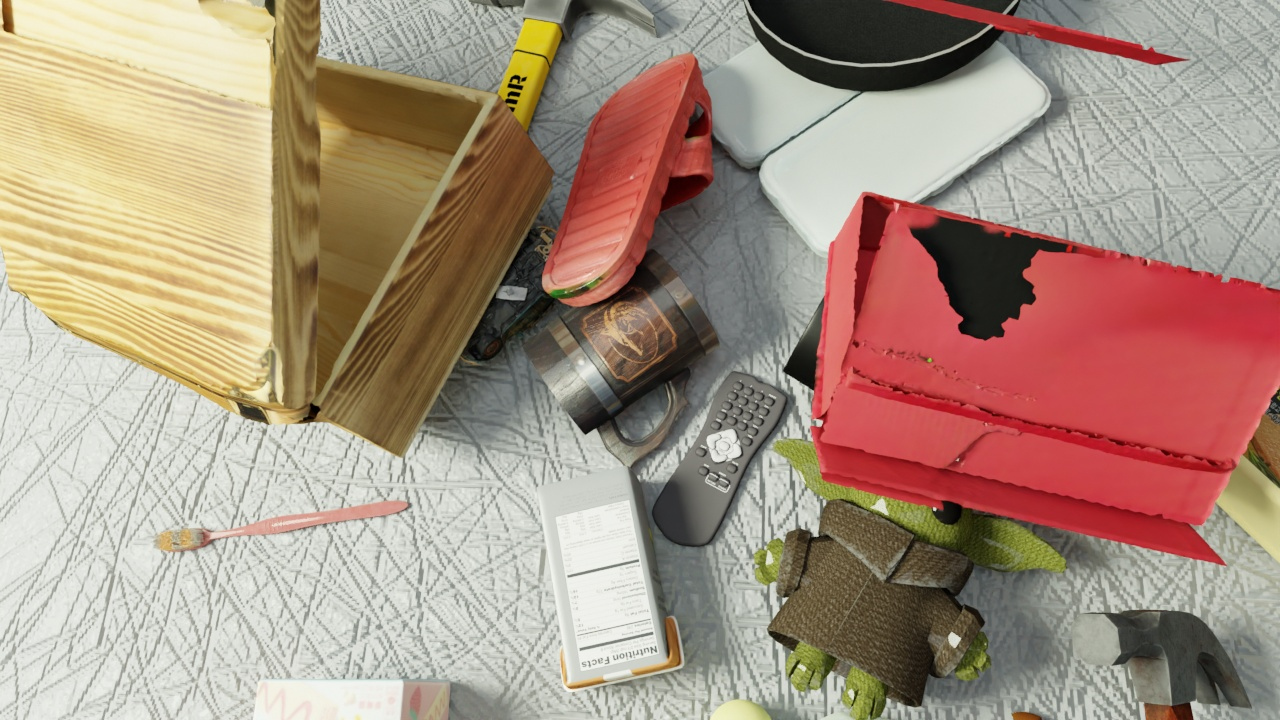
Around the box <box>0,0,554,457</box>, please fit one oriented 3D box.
[{"bbox_3d":[-0.270,-0.102,0.574,0.279,0.264,0.269,20,77,25],"label":"box"}]

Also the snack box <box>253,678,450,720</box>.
[{"bbox_3d":[-0.174,0.240,0.549,0.093,0.079,0.094,-3,71,9],"label":"snack box"}]

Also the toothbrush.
[{"bbox_3d":[-0.252,0.115,0.644,0.184,0.016,0.015,-9,75,5],"label":"toothbrush"}]

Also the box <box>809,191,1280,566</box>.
[{"bbox_3d":[0.191,0.084,0.378,0.214,0.138,0.466,14,41,-2],"label":"box"}]

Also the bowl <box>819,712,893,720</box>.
[{"bbox_3d":[0.114,0.249,0.493,0.118,0.061,0.117,-10,62,19],"label":"bowl"}]

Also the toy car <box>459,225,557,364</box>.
[{"bbox_3d":[-0.089,-0.042,0.654,0.112,0.047,0.047,-44,68,-3],"label":"toy car"}]

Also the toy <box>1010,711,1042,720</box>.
[{"bbox_3d":[0.210,0.252,0.504,0.090,0.070,0.103,-29,45,12],"label":"toy"}]

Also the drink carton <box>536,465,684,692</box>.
[{"bbox_3d":[-0.021,0.137,0.576,0.076,0.048,0.124,-14,69,5],"label":"drink carton"}]

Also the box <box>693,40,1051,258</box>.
[{"bbox_3d":[0.162,-0.192,0.672,0.209,0.038,0.190,-32,70,-5],"label":"box"}]

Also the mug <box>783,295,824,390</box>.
[{"bbox_3d":[0.162,-0.015,0.590,0.100,0.085,0.118,29,48,9],"label":"mug"}]

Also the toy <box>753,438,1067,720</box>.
[{"bbox_3d":[0.139,0.127,0.535,0.179,0.078,0.152,22,72,19],"label":"toy"}]

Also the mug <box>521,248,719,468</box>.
[{"bbox_3d":[-0.004,0.003,0.614,0.107,0.080,0.116,-35,95,-3],"label":"mug"}]

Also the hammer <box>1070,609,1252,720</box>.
[{"bbox_3d":[0.282,0.280,0.463,0.111,0.028,0.300,5,76,-31],"label":"hammer"}]

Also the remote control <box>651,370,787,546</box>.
[{"bbox_3d":[0.051,0.066,0.610,0.046,0.009,0.124,27,77,18],"label":"remote control"}]

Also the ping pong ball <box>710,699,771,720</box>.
[{"bbox_3d":[0.059,0.220,0.537,0.040,0.040,0.040,-3,70,9],"label":"ping pong ball"}]

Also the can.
[{"bbox_3d":[0.385,0.050,0.526,0.101,0.072,0.130,-38,69,-2],"label":"can"}]

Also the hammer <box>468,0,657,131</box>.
[{"bbox_3d":[-0.103,-0.175,0.715,0.170,0.034,0.324,14,75,13],"label":"hammer"}]

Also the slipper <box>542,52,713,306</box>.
[{"bbox_3d":[0.002,-0.125,0.640,0.104,0.059,0.248,-18,42,36],"label":"slipper"}]

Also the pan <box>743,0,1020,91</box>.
[{"bbox_3d":[0.165,-0.349,0.707,0.204,0.044,0.355,-13,63,6],"label":"pan"}]
